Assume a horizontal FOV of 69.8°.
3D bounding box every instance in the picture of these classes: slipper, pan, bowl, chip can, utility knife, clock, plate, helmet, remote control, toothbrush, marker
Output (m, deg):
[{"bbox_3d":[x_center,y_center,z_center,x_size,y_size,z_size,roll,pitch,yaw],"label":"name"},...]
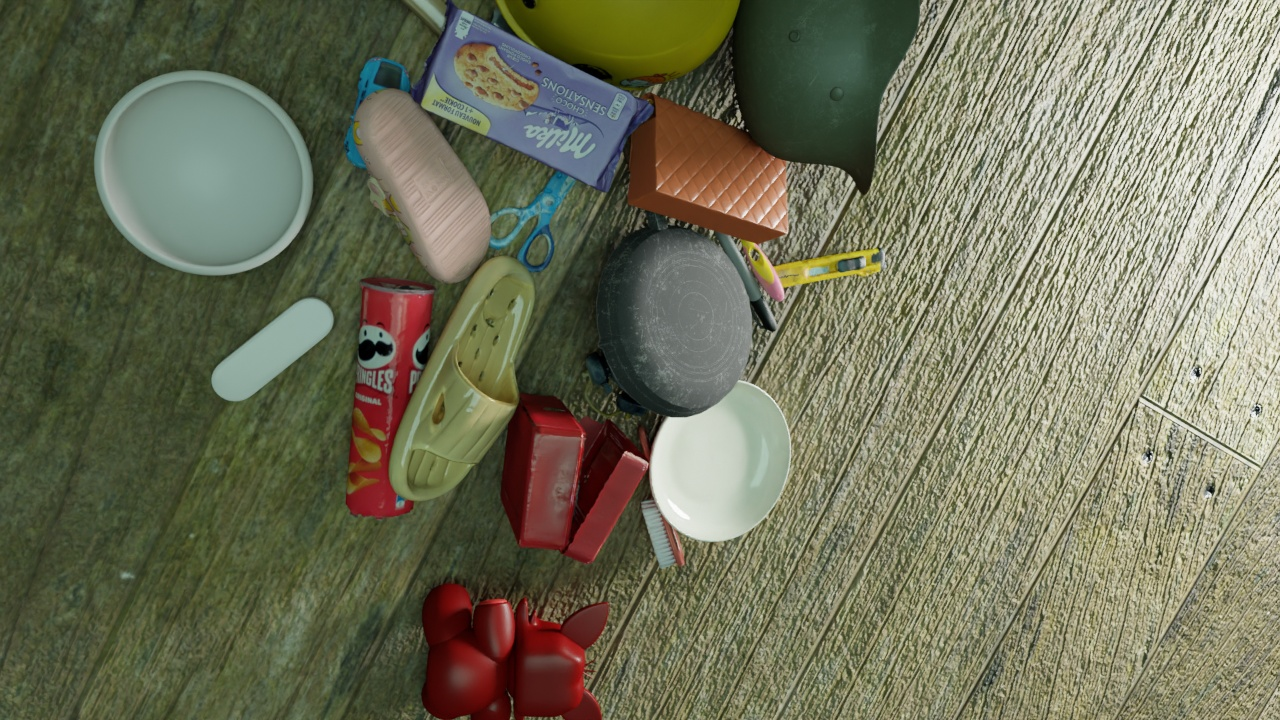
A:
[{"bbox_3d":[-0.155,0.025,0.907,0.111,0.079,0.261,28,82,-59],"label":"slipper"},{"bbox_3d":[-0.215,-0.166,0.874,0.093,0.082,0.197,-49,134,-31],"label":"slipper"},{"bbox_3d":[0.025,-0.117,0.935,0.207,0.040,0.357,-20,98,-39],"label":"pan"},{"bbox_3d":[-0.387,-0.168,0.830,0.176,0.066,0.177,-3,103,-14],"label":"bowl"},{"bbox_3d":[-0.250,0.038,0.911,0.073,0.073,0.233,5,102,-16],"label":"chip can"},{"bbox_3d":[0.207,-0.102,1.033,0.155,0.017,0.030,-11,96,-9],"label":"utility knife"},{"bbox_3d":[-0.006,0.006,0.982,0.129,0.052,0.090,-44,109,3],"label":"clock"},{"bbox_3d":[0.085,0.109,1.024,0.182,0.034,0.182,-4,99,-27],"label":"plate"},{"bbox_3d":[0.167,-0.292,0.890,0.154,0.227,0.268,-5,92,4],"label":"helmet"},{"bbox_3d":[-0.360,-0.011,0.901,0.136,0.013,0.043,-40,109,-4],"label":"remote control"},{"bbox_3d":[0.121,-0.122,0.999,0.021,0.016,0.135,-32,105,1],"label":"toothbrush"},{"bbox_3d":[-0.004,-0.355,0.826,0.239,0.140,0.209,-1,103,-34],"label":"helmet"},{"bbox_3d":[0.114,-0.088,1.011,0.022,0.016,0.138,-26,108,16],"label":"marker"}]

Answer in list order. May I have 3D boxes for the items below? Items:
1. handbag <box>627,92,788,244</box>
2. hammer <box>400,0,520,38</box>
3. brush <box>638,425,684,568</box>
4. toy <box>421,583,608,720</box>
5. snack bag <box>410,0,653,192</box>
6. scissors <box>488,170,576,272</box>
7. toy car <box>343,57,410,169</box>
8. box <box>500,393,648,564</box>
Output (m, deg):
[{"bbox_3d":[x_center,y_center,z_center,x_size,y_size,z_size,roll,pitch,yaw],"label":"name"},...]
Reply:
[{"bbox_3d":[0.068,-0.191,0.925,0.171,0.060,0.108,11,76,-35],"label":"handbag"},{"bbox_3d":[-0.243,-0.368,0.832,0.323,0.051,0.117,41,90,-19],"label":"hammer"},{"bbox_3d":[0.014,0.156,1.030,0.030,0.041,0.172,-15,104,4],"label":"brush"},{"bbox_3d":[-0.137,0.324,0.983,0.197,0.120,0.158,2,99,-6],"label":"toy"},{"bbox_3d":[-0.099,-0.238,0.842,0.205,0.058,0.096,23,103,-21],"label":"snack bag"},{"bbox_3d":[-0.093,-0.154,0.943,0.083,0.015,0.140,43,87,-18],"label":"scissors"},{"bbox_3d":[-0.250,-0.233,0.872,0.048,0.032,0.105,15,100,-18],"label":"toy car"},{"bbox_3d":[-0.090,0.113,0.927,0.122,0.157,0.136,24,93,-22],"label":"box"}]
